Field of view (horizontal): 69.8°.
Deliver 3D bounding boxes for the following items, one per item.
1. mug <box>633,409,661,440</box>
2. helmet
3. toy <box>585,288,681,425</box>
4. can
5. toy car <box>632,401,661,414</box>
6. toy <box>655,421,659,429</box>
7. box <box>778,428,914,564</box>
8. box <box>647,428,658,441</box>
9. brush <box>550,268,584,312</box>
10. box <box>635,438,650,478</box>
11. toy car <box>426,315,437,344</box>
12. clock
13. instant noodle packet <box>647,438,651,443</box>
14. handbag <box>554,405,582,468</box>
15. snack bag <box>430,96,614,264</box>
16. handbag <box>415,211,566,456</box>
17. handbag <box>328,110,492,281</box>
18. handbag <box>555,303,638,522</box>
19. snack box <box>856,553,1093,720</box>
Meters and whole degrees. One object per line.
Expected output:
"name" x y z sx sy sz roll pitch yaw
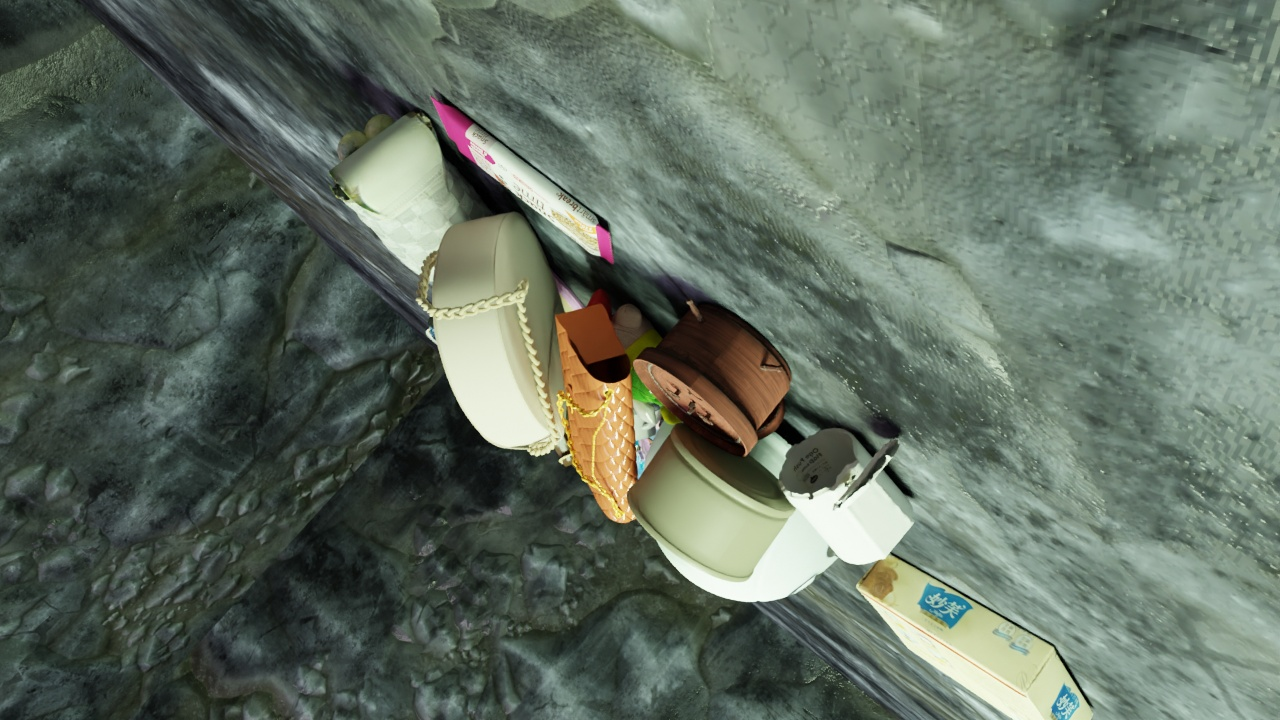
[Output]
"mug" -0.014 0.042 1.022 0.105 0.073 0.089 -3 96 44
"helmet" 0.094 0.154 0.953 0.236 0.163 0.264 35 167 20
"toy" -0.012 0.011 0.899 0.131 0.096 0.124 26 131 -3
"can" 0.061 0.119 0.783 0.128 0.073 0.127 31 -168 -8
"toy car" -0.006 0.006 0.963 0.105 0.048 0.033 65 -156 -14
"toy" 0.014 0.051 1.102 0.093 0.050 0.102 38 172 -3
"box" 0.176 0.107 0.723 0.136 0.083 0.144 47 173 -24
"box" 0.003 0.076 1.243 0.210 0.049 0.120 31 167 35
"brush" -0.094 -0.052 1.079 0.228 0.043 0.089 47 167 -30
"box" -0.060 0.087 1.240 0.159 0.066 0.230 9 128 51
"toy car" -0.231 -0.083 1.207 0.056 0.154 0.054 31 -155 6
"clock" 0.062 0.017 0.755 0.120 0.072 0.158 38 168 13
"instant noodle packet" -0.061 0.081 1.445 0.221 0.084 0.164 38 168 -37
"handbag" -0.081 0.058 1.051 0.166 0.063 0.138 -53 -61 -80
"snack bag" -0.100 -0.152 0.787 0.196 0.016 0.070 39 170 10
"handbag" -0.122 -0.033 0.888 0.209 0.103 0.210 69 -165 -45
"handbag" -0.231 -0.167 0.932 0.123 0.112 0.171 44 173 35
"handbag" -0.039 0.053 0.823 0.108 0.060 0.172 -121 20 -46
"snack box" 0.343 0.297 0.950 0.207 0.055 0.153 27 162 52
